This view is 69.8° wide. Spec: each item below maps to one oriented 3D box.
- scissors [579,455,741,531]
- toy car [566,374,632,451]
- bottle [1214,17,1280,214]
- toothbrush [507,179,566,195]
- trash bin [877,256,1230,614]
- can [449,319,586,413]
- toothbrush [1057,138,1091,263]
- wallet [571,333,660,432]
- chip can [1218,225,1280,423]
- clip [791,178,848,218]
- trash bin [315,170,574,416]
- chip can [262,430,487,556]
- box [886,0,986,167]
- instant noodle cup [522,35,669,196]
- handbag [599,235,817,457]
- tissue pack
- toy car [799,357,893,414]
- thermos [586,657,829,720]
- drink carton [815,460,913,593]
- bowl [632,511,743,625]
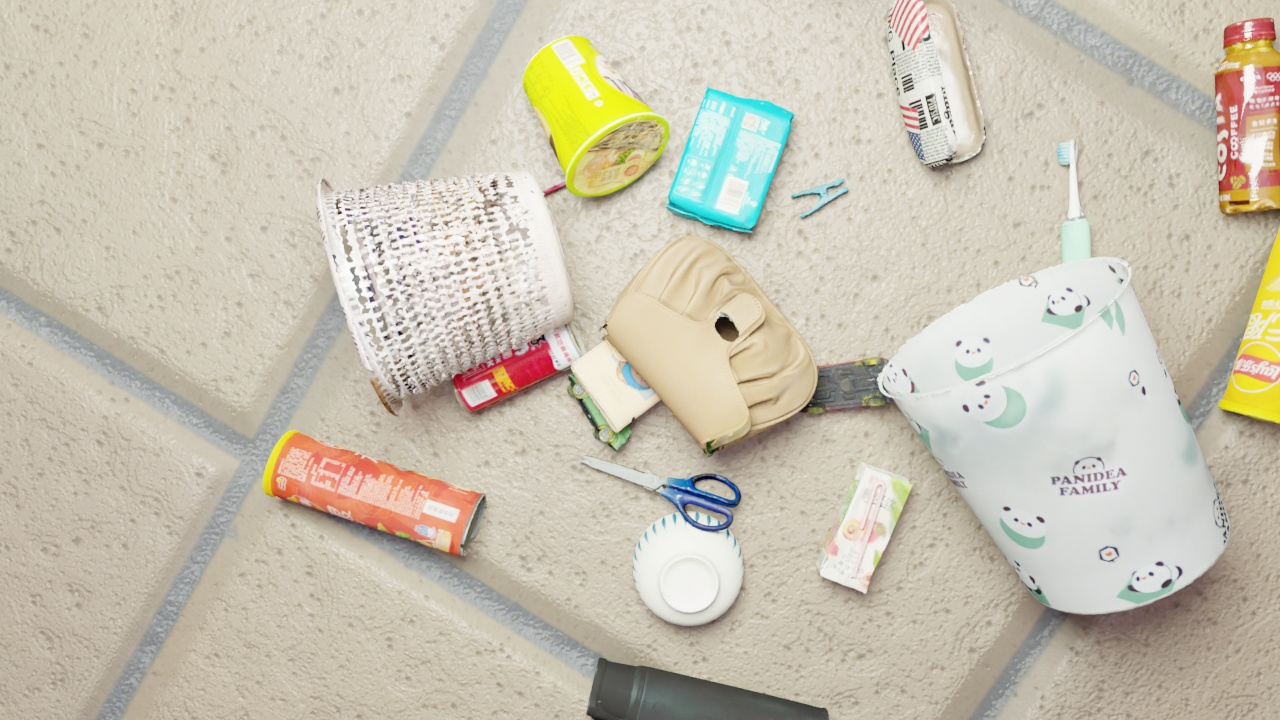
[{"bbox_3d":[0.022,0.119,0.950,0.175,0.012,0.107,38,60,23],"label":"scissors"},{"bbox_3d":[-0.043,0.050,0.935,0.036,0.043,0.091,-35,101,-9],"label":"toy car"},{"bbox_3d":[0.575,-0.228,0.862,0.057,0.057,0.175,-5,95,4],"label":"bottle"},{"bbox_3d":[-0.057,-0.193,0.928,0.188,0.016,0.017,-24,84,6],"label":"toothbrush"},{"bbox_3d":[0.380,0.071,0.831,0.230,0.229,0.252,-32,99,6],"label":"trash bin"},{"bbox_3d":[-0.124,0.003,0.931,0.133,0.053,0.053,-25,93,6],"label":"can"},{"bbox_3d":[0.427,-0.103,0.899,0.027,0.026,0.224,1,98,45],"label":"toothbrush"},{"bbox_3d":[-0.005,0.005,0.920,0.115,0.024,0.087,-35,91,-20],"label":"wallet"},{"bbox_3d":[0.621,-0.045,0.870,0.072,0.072,0.213,15,97,2],"label":"chip can"},{"bbox_3d":[0.180,-0.164,0.916,0.056,0.014,0.039,-23,94,7],"label":"clip"},{"bbox_3d":[-0.173,-0.082,0.860,0.192,0.227,0.227,-17,94,-8],"label":"trash bin"},{"bbox_3d":[-0.271,0.136,0.944,0.216,0.073,0.073,17,96,2],"label":"chip can"},{"bbox_3d":[0.274,-0.265,0.864,0.076,0.087,0.162,-11,97,22],"label":"box"},{"bbox_3d":[-0.050,-0.238,0.874,0.112,0.111,0.123,-34,72,6],"label":"instant noodle cup"},{"bbox_3d":[0.068,-0.016,0.879,0.147,0.100,0.204,-40,86,-15],"label":"handbag"},{"bbox_3d":[0.087,-0.197,0.900,0.093,0.050,0.133,20,96,3],"label":"tissue pack"},{"bbox_3d":[0.201,0.025,0.923,0.106,0.031,0.049,-9,91,17],"label":"toy car"},{"bbox_3d":[0.066,0.373,0.956,0.242,0.068,0.090,12,128,4],"label":"thermos"},{"bbox_3d":[0.226,0.168,0.929,0.053,0.045,0.122,22,96,2],"label":"drink carton"},{"bbox_3d":[0.048,0.218,0.934,0.116,0.066,0.116,0,95,3],"label":"bowl"}]
